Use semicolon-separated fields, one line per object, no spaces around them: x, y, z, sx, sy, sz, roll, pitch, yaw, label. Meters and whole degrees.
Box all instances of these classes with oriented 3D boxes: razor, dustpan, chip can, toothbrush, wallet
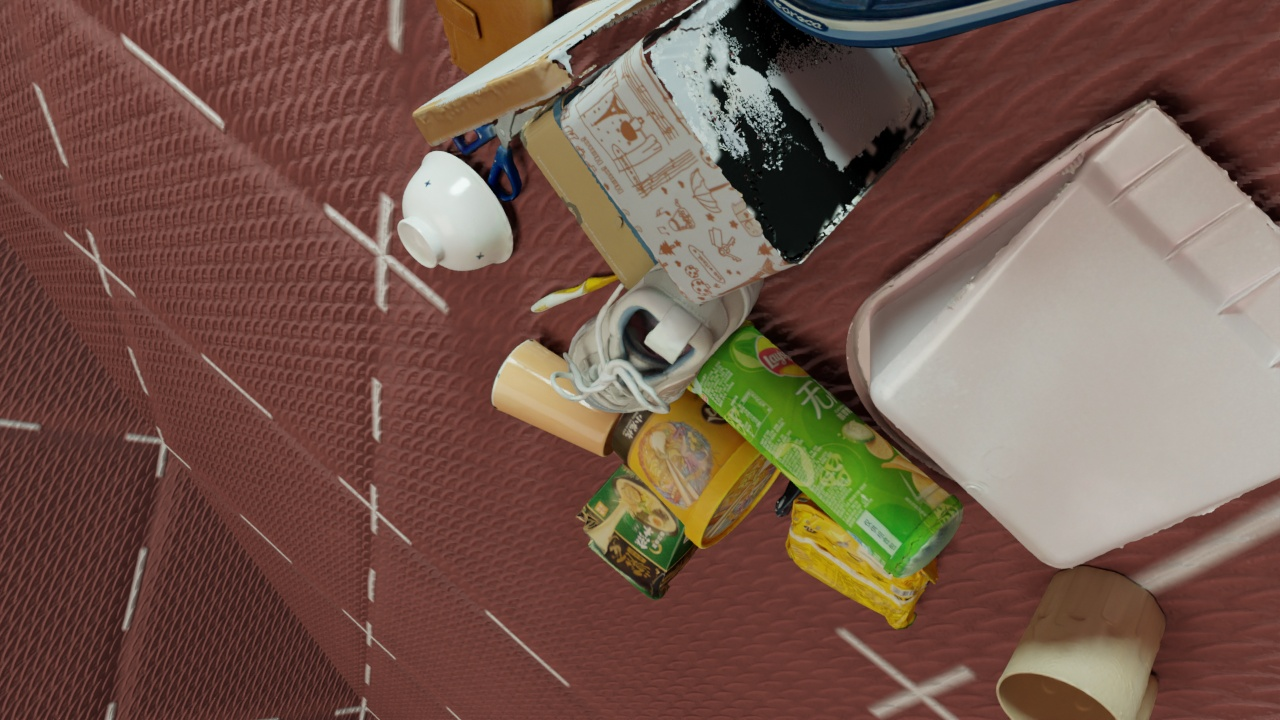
0.135;0.098;0.773;0.022;0.042;0.143;10;144;2;razor
0.251;-0.003;0.550;0.222;0.138;0.274;45;119;-6;dustpan
0.130;0.061;0.668;0.221;0.072;0.073;44;147;23;chip can
-0.047;-0.068;0.803;0.192;0.016;0.018;-16;103;52;toothbrush
-0.103;-0.242;0.653;0.108;0.031;0.132;35;156;16;wallet

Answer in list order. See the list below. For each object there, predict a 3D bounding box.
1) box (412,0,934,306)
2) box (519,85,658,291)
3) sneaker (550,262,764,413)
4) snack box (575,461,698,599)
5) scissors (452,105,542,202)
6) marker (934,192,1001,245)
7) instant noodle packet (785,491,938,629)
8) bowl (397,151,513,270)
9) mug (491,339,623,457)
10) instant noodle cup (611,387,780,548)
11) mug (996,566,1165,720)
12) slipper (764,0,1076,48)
0.024;-0.130;0.525;0.227;0.179;0.156;-2;125;44;box
0.003;-0.113;0.644;0.184;0.089;0.059;51;145;-12;box
-0.004;0.004;0.623;0.089;0.090;0.243;39;151;-4;sneaker
0.020;0.132;0.864;0.117;0.118;0.106;38;135;12;snack box
-0.106;-0.172;0.735;0.171;0.012;0.141;24;148;45;scissors
0.183;-0.063;0.568;0.015;0.018;0.124;48;147;6;marker
0.185;0.165;0.774;0.128;0.044;0.111;32;150;25;instant noodle packet
-0.180;-0.122;0.833;0.118;0.064;0.118;34;150;23;bowl
-0.073;0.041;0.892;0.123;0.078;0.078;28;142;17;mug
0.048;0.076;0.772;0.114;0.118;0.119;39;146;23;instant noodle cup
0.319;0.223;0.641;0.084;0.103;0.124;-19;111;53;mug
0.143;-0.196;0.367;0.253;0.105;0.095;6;175;29;slipper
